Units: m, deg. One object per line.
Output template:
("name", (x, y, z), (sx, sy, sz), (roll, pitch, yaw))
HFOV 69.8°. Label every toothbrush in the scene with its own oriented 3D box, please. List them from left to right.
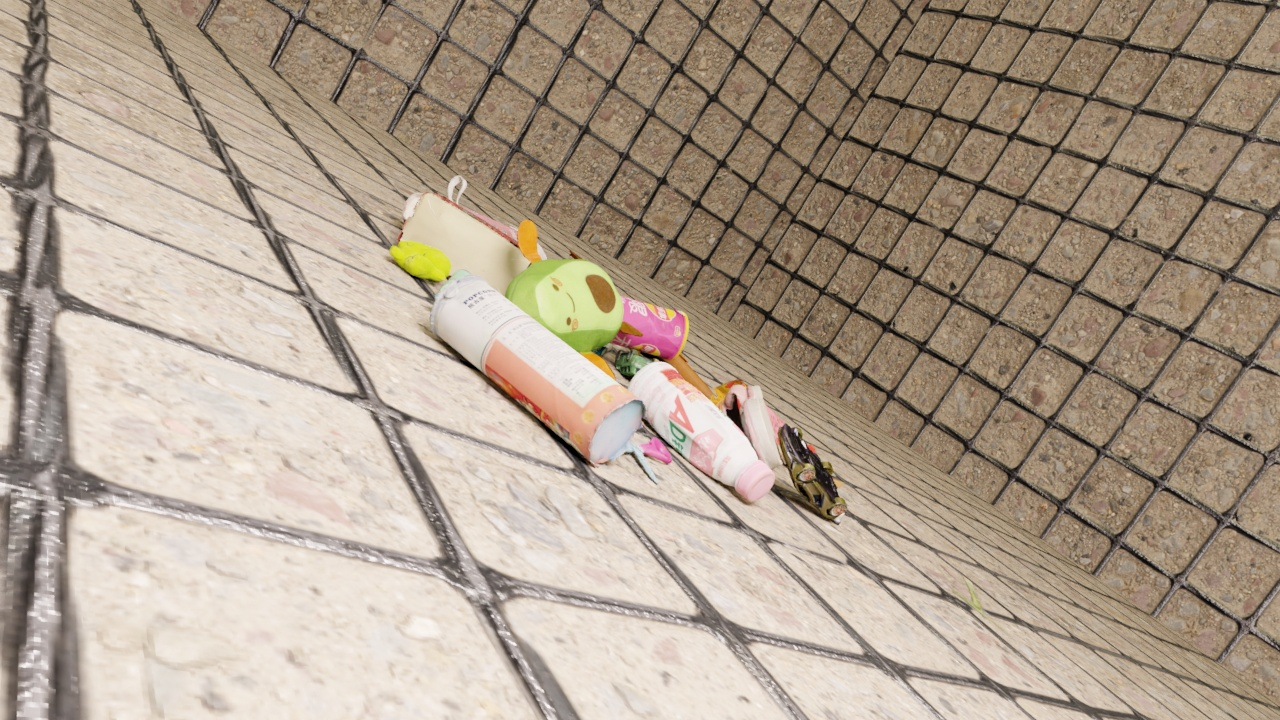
("toothbrush", (-0.214, -0.078, 1.044), (0.224, 0.026, 0.027), (-112, 178, -76))
("toothbrush", (-0.058, -0.016, 1.293), (0.018, 0.016, 0.191), (21, 8, 3))
("toothbrush", (0.246, 0.183, 1.222), (0.015, 0.018, 0.181), (28, 7, -3))

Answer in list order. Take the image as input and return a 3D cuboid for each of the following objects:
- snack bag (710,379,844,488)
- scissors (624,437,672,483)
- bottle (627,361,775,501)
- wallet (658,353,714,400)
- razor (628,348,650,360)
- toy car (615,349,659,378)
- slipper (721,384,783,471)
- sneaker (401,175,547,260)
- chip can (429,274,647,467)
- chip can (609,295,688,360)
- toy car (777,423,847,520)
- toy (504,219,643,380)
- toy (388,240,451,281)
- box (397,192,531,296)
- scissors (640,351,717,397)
("snack bag", (0.196, 0.109, 1.334), (0.208, 0.073, 0.128), (34, 10, -22))
("scissors", (-0.002, 0.085, 0.887), (0.125, 0.017, 0.133), (31, 12, -33))
("bottle", (0.066, 0.079, 1.004), (0.197, 0.068, 0.068), (42, 13, 36))
("wallet", (0.056, 0.005, 1.456), (0.130, 0.035, 0.119), (46, 5, -15))
("razor", (0.011, -0.005, 1.432), (0.043, 0.028, 0.132), (51, -6, -34))
("toy car", (-0.007, 0.007, 1.249), (0.043, 0.036, 0.091), (21, -4, -17))
("slipper", (0.134, 0.086, 1.114), (0.274, 0.054, 0.114), (-16, 88, -83))
("sneaker", (-0.240, -0.176, 1.264), (0.241, 0.118, 0.088), (28, -11, 20))
("chip can", (-0.094, 0.005, 0.815), (0.215, 0.071, 0.071), (36, 9, 28))
("chip can", (-0.042, -0.057, 1.250), (0.210, 0.071, 0.071), (14, 15, -24))
("toy car", (0.200, 0.133, 1.094), (0.158, 0.042, 0.070), (48, 20, -38))
("toy", (-0.086, -0.067, 1.109), (0.227, 0.090, 0.246), (59, 29, 2))
("toy", (-0.260, -0.118, 1.097), (0.097, 0.031, 0.100), (34, 13, 20))
("box", (-0.219, -0.143, 1.180), (0.168, 0.091, 0.079), (32, 5, 0))
("scissors", (0.053, 0.005, 1.559), (0.235, 0.022, 0.136), (30, 7, -8))
